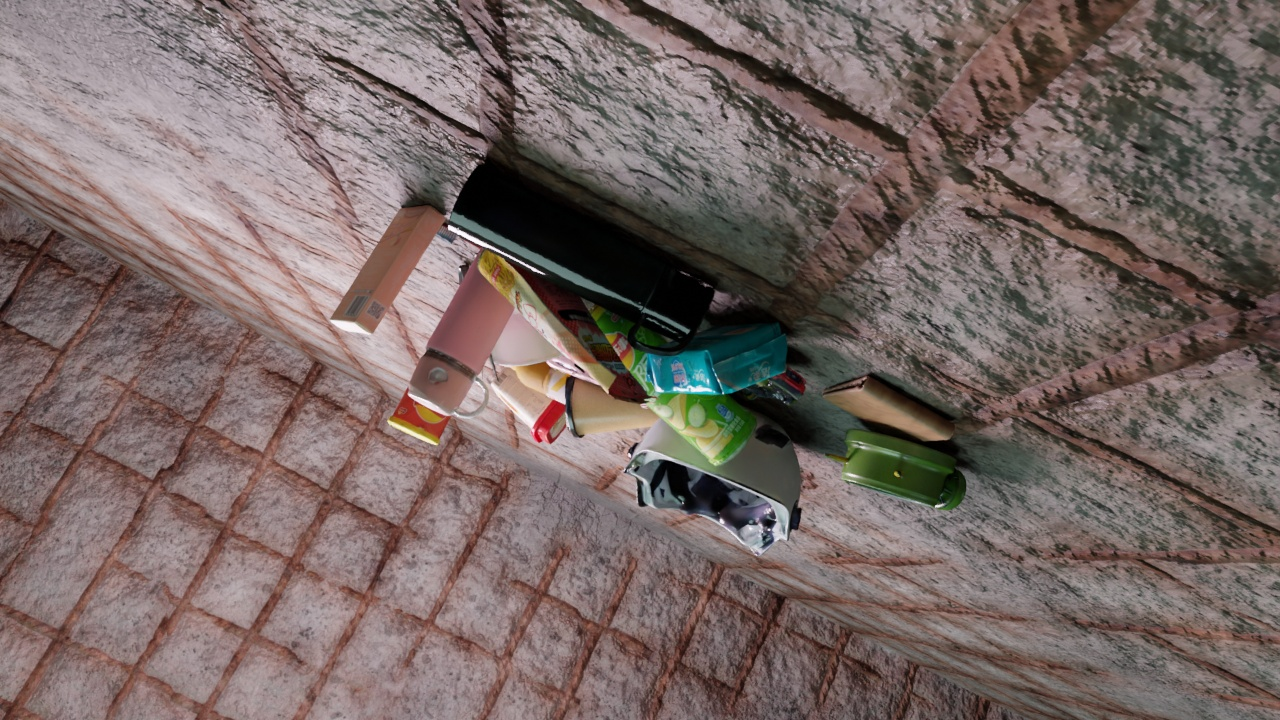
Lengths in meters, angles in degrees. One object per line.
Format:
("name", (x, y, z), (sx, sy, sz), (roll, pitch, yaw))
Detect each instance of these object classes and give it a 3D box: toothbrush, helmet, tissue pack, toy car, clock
("toothbrush", (-0.157, -0.110, 1.059), (0.187, 0.017, 0.016), (29, 166, -6))
("helmet", (0.107, 0.128, 1.168), (0.229, 0.145, 0.259), (19, 155, 13))
("tissue pack", (0.071, 0.000, 0.888), (0.134, 0.093, 0.050), (0, 108, 61))
("toy car", (-0.073, -0.002, 1.210), (0.122, 0.056, 0.037), (19, 171, 24))
("toy car", (0.123, 0.014, 0.947), (0.053, 0.045, 0.121), (33, 170, -27))
("clock", (0.281, 0.120, 0.985), (0.161, 0.056, 0.116), (22, 174, -42))

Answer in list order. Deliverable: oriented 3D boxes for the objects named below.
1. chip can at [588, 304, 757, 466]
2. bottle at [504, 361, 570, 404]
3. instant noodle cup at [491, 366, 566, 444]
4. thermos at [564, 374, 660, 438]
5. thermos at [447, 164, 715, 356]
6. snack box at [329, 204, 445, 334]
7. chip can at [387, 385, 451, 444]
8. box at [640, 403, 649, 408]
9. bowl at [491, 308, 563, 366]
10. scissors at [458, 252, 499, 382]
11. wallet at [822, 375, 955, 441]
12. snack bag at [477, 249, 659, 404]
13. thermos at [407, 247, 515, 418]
("chip can", (0.027, 0.021, 0.992), (0.221, 0.072, 0.073), (41, 165, -2))
("bottle", (-0.115, 0.025, 1.350), (0.189, 0.068, 0.068), (23, 165, 16))
("instant noodle cup", (-0.166, 0.055, 1.476), (0.124, 0.116, 0.116), (37, 167, 9))
("thermos", (-0.037, 0.058, 1.245), (0.143, 0.093, 0.093), (-2, 158, 12))
("thermos", (-0.055, -0.085, 0.831), (0.242, 0.089, 0.069), (27, 145, -2))
("snack box", (-0.284, -0.103, 1.028), (0.026, 0.157, 0.085), (39, 162, -33))
("chip can", (-0.249, 0.002, 1.207), (0.073, 0.216, 0.073), (25, 167, 6))
("box", (0.002, 0.008, 1.105), (0.073, 0.075, 0.164), (25, 164, 23))
("bowl", (-0.133, -0.045, 1.120), (0.118, 0.118, 0.065), (11, 120, 46))
("scissors", (-0.194, -0.054, 1.116), (0.014, 0.180, 0.160), (-10, 147, -24))
("wallet", (0.245, 0.051, 0.922), (0.101, 0.020, 0.115), (29, 168, -4))
("snack bag", (-0.068, -0.037, 0.886), (0.208, 0.073, 0.128), (49, -173, 23))
("thermos", (-0.174, -0.033, 0.997), (0.087, 0.198, 0.067), (25, 165, 0))
